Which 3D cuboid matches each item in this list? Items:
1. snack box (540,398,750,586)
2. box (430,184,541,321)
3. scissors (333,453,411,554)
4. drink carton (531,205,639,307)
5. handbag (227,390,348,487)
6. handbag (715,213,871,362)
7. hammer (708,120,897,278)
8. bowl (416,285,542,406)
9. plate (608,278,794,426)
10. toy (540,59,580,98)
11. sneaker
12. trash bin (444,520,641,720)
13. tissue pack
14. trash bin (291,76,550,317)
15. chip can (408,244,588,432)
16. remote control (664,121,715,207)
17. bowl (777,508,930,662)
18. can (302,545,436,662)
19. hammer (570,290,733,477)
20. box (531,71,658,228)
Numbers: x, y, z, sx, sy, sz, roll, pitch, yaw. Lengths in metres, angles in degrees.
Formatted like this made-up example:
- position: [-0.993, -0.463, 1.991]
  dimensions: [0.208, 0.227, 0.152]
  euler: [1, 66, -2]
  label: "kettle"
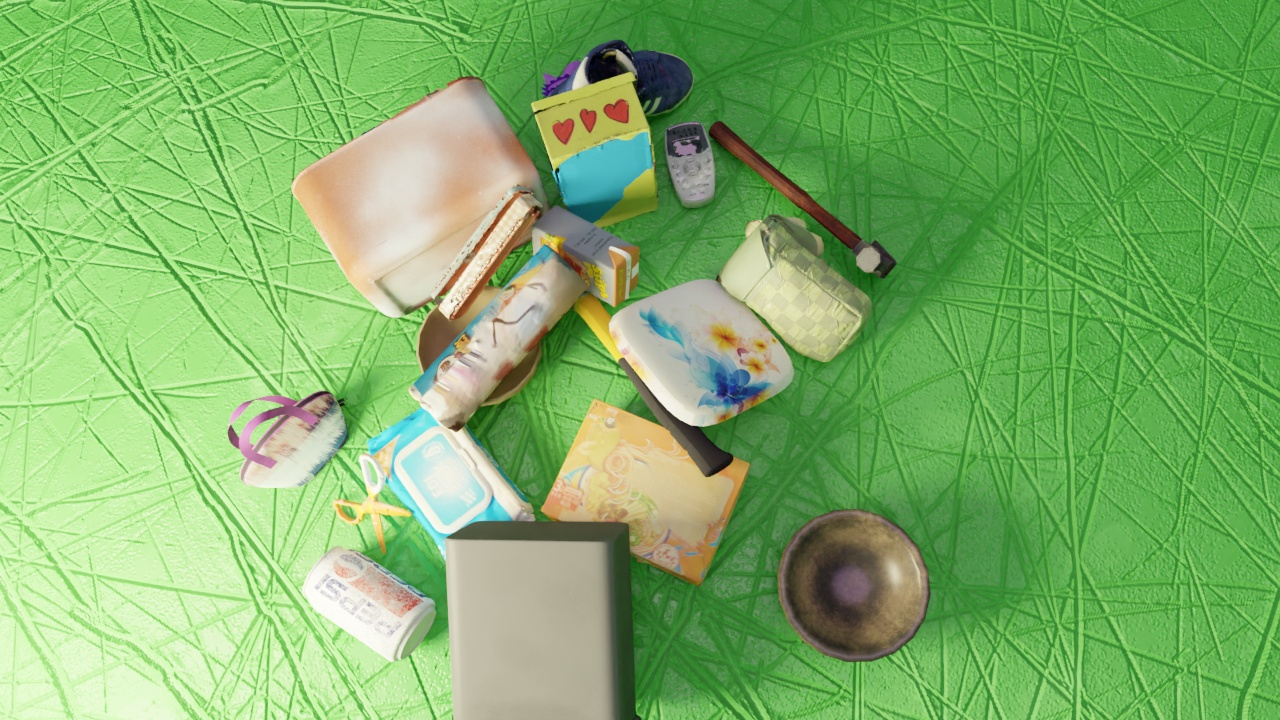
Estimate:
- position: [0.007, 0.153, 1.049]
  dimensions: [0.195, 0.081, 0.145]
  euler: [22, 75, 10]
  label: "snack box"
- position: [-0.175, -0.118, 1.056]
  dimensions: [0.187, 0.060, 0.057]
  euler: [-49, 31, 26]
  label: "box"
- position: [-0.314, 0.166, 1.071]
  dimensions: [0.125, 0.011, 0.130]
  euler: [5, 108, 29]
  label: "scissors"
- position: [-0.065, -0.124, 1.087]
  dimensions: [0.125, 0.076, 0.048]
  euler: [30, 56, 19]
  label: "drink carton"
- position: [-0.412, 0.082, 1.050]
  dimensions: [0.068, 0.170, 0.144]
  euler: [39, 81, 12]
  label: "handbag"
- position: [0.189, -0.093, 1.097]
  dimensions: [0.186, 0.113, 0.116]
  euler: [40, 49, 0]
  label: "handbag"
- position: [0.194, -0.203, 1.132]
  dimensions: [0.300, 0.111, 0.028]
  euler: [45, 110, 23]
  label: "hammer"
- position: [-0.192, -0.013, 1.120]
  dimensions: [0.152, 0.050, 0.152]
  euler: [-1, 71, 3]
  label: "bowl"
- position: [0.075, -0.019, 1.071]
  dimensions: [0.186, 0.016, 0.187]
  euler: [-24, 62, -31]
  label: "plate"
- position: [-0.084, -0.351, 1.202]
  dimensions: [0.088, 0.056, 0.106]
  euler: [-9, 73, 1]
  label: "toy"
- position: [-0.005, -0.352, 1.121]
  dimensions: [0.232, 0.119, 0.091]
  euler: [-26, 89, -27]
  label: "sneaker"
- position: [-0.103, 0.288, 0.970]
  dimensions: [0.192, 0.097, 0.220]
  euler: [-2, 93, 12]
  label: "trash bin"
- position: [-0.225, 0.141, 1.078]
  dimensions: [0.117, 0.066, 0.209]
  euler: [-39, 74, -7]
  label: "tissue pack"
- position: [-0.253, -0.185, 1.108]
  dimensions: [0.259, 0.182, 0.157]
  euler: [-31, 77, -6]
  label: "trash bin"
- position: [-0.159, -0.025, 1.039]
  dimensions: [0.080, 0.080, 0.229]
  euler: [42, 88, 13]
  label: "chip can"
- position: [0.065, -0.251, 1.180]
  dimensions: [0.060, 0.028, 0.114]
  euler: [-8, 74, 1]
  label: "remote control"
- position: [0.231, 0.248, 1.014]
  dimensions: [0.162, 0.070, 0.162]
  euler: [-1, 75, 4]
  label: "bowl"
- position: [-0.306, 0.274, 1.040]
  dimensions: [0.136, 0.078, 0.078]
  euler: [30, 79, 11]
  label: "can"
- position: [-0.006, 0.006, 1.063]
  dimensions: [0.126, 0.029, 0.323]
  euler: [-26, 61, -23]
  label: "hammer"
- position: [-0.047, -0.239, 1.086]
  dimensions: [0.124, 0.221, 0.082]
  euler: [-19, 74, 0]
  label: "box"
